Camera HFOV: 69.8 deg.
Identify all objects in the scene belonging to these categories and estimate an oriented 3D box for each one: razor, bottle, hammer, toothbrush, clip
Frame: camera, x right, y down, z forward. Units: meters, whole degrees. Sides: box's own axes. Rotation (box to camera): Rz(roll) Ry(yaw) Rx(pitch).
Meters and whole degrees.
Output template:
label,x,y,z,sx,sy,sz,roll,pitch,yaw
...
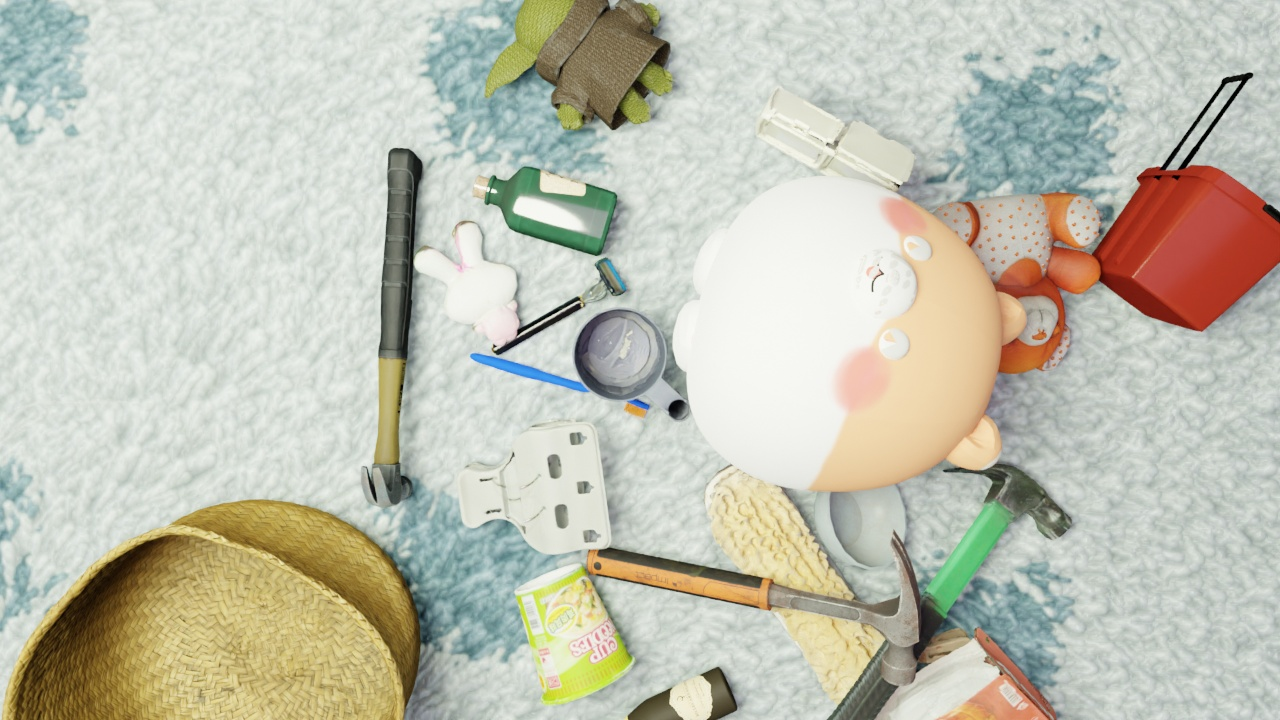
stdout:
label,x,y,z,sx,sy,sz,roll,pitch,yaw
razor,-0.082,-0.046,0.893,0.144,0.022,0.042,-31,69,6
bottle,0.004,0.364,0.913,0.184,0.045,0.045,-25,95,0
bottle,-0.092,-0.145,0.862,0.131,0.061,0.061,16,91,-3
hammer,-0.229,-0.029,0.853,0.025,0.118,0.333,3,89,-1
toothbrush,-0.080,0.023,0.899,0.182,0.016,0.018,16,99,-3
hammer,0.280,0.232,0.878,0.130,0.032,0.318,42,77,-7
clip,0.307,0.292,0.920,0.060,0.041,0.024,-20,93,-5
clip,-0.101,0.123,0.896,0.152,0.095,0.126,-6,93,19
hammer,0.098,0.202,0.850,0.315,0.034,0.138,7,109,20

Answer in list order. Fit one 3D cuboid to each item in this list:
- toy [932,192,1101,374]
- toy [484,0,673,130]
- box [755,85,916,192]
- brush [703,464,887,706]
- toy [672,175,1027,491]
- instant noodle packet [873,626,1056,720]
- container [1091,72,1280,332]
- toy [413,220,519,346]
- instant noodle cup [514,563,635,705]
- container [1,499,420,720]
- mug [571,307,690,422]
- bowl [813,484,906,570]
label,x,y,z,sx,sy,sz,roll,pitch,yaw
toy,0.350,-0.069,0.867,0.163,0.093,0.172,-7,97,-7
toy,-0.045,-0.283,0.846,0.153,0.078,0.179,37,91,3
box,0.168,-0.189,0.804,0.143,0.183,0.050,29,94,4
brush,0.157,0.221,0.901,0.083,0.056,0.271,-34,94,2
toy,0.172,-0.017,0.772,0.281,0.266,0.262,16,72,7
instant noodle packet,0.301,0.394,0.902,0.221,0.084,0.164,-41,112,10
container,0.523,-0.139,0.839,0.127,0.148,0.201,36,102,-3
toy,-0.158,-0.070,0.875,0.079,0.038,0.122,-34,93,-20
instant noodle cup,-0.069,0.259,0.883,0.099,0.099,0.108,-21,87,0
container,-0.357,0.280,0.823,0.307,0.196,0.307,0,93,-3
mug,-0.005,0.005,0.856,0.124,0.104,0.084,42,92,-4
bowl,0.207,0.151,0.891,0.106,0.039,0.106,11,70,-31
